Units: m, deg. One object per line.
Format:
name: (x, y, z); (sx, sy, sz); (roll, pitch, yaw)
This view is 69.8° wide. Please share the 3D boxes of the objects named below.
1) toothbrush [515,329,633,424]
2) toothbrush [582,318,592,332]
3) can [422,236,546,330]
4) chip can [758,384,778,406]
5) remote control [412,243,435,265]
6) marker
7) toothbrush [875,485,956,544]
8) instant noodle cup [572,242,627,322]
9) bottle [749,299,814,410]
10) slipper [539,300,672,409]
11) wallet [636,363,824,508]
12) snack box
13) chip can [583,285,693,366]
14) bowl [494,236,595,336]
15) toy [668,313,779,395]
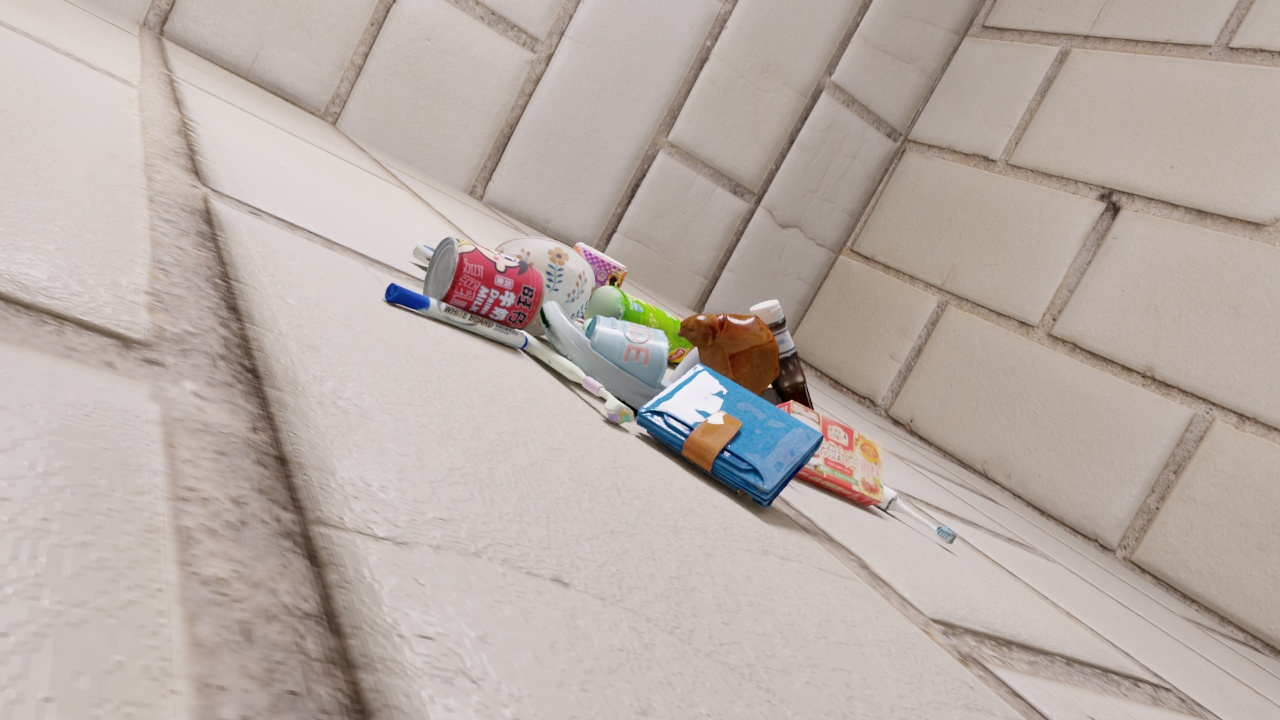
toothbrush: (-0.070, 0.008, 0.813); (0.189, 0.020, 0.029); (34, 2, 44)
toothbrush: (-0.043, -0.017, 1.076); (0.026, 0.027, 0.224); (13, 10, -13)
can: (-0.141, -0.067, 0.832); (0.093, 0.066, 0.066); (17, 12, -32)
chip can: (0.179, 0.058, 1.236); (0.072, 0.072, 0.213); (29, 7, 3)
remote control: (-0.207, -0.104, 1.052); (0.049, 0.024, 0.124); (32, 6, 22)
marker: (-0.155, -0.036, 0.791); (0.145, 0.017, 0.017); (22, 9, -45)
toothbrush: (0.276, 0.155, 1.104); (0.221, 0.026, 0.026); (32, -34, 21)
instant noodle cup: (-0.077, -0.111, 1.333); (0.111, 0.099, 0.111); (30, 8, -5)
bottle: (0.173, 0.026, 1.073); (0.080, 0.044, 0.195); (-106, 177, -79)
slipper: (0.013, 0.010, 0.871); (0.245, 0.074, 0.104); (32, 5, -5)
wallet: (0.075, 0.058, 0.771); (0.133, 0.040, 0.106); (30, 41, 23)
snack box: (0.212, 0.105, 1.021); (0.152, 0.075, 0.026); (25, -34, -30)
chip can: (0.007, -0.047, 1.311); (0.072, 0.072, 0.221); (34, 9, 36)
bowl: (-0.105, -0.065, 0.934); (0.113, 0.114, 0.062); (26, 49, -26)
toy: (0.090, 0.014, 1.039); (0.199, 0.130, 0.140); (43, 29, -84)
